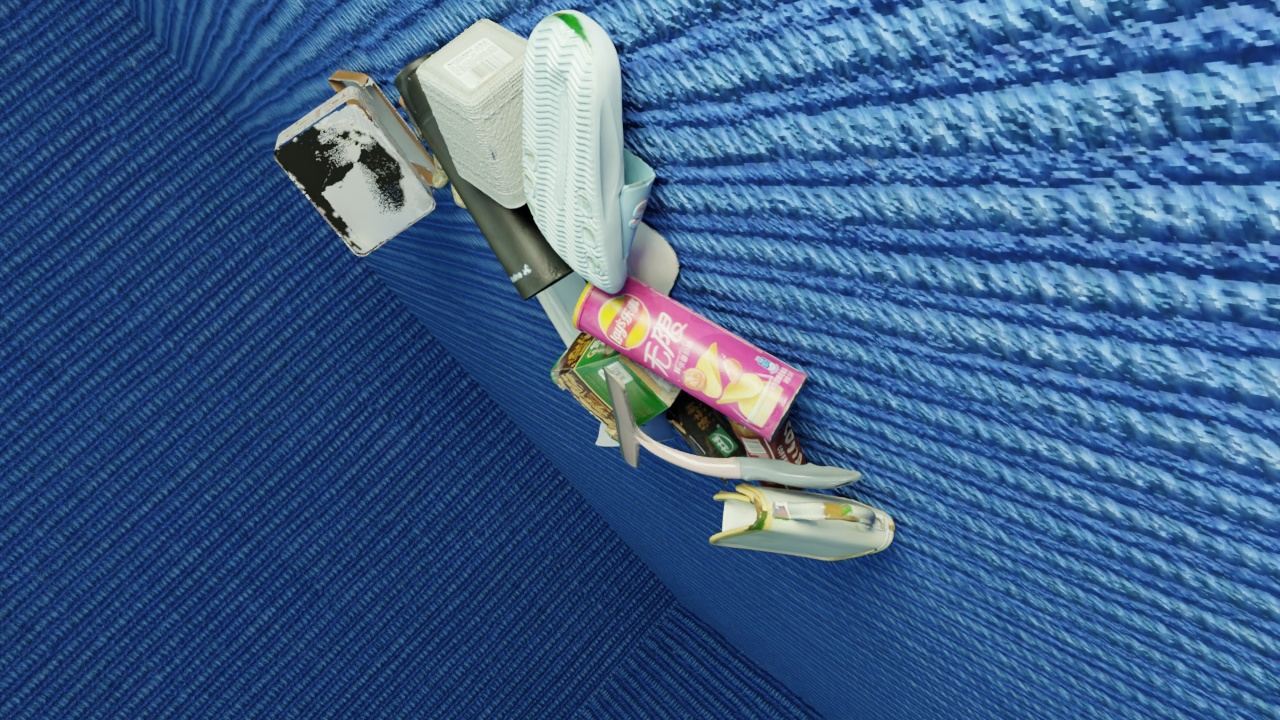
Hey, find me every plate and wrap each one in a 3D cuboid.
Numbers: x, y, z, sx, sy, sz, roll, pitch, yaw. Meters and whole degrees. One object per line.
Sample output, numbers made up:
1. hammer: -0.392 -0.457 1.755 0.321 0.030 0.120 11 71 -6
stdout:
1. plate: -0.069 -0.033 1.132 0.266 0.034 0.162 59 165 -8
2. plate: -0.036 -0.117 0.901 0.164 0.034 0.164 43 166 7

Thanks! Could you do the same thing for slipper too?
1. slipper: -0.038 -0.158 0.713 0.104 0.074 0.246 39 150 27

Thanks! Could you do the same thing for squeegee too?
1. squeegee: 0.087 0.096 0.887 0.250 0.040 0.248 12 156 9

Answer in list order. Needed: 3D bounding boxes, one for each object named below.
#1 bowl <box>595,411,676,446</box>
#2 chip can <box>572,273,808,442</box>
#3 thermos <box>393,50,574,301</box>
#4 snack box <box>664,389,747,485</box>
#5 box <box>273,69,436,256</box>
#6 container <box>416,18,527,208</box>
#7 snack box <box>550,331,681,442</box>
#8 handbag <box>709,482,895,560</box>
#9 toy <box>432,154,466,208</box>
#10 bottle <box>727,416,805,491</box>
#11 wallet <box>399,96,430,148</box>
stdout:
1. bowl: -0.009 0.085 1.332 0.118 0.118 0.065 -179 84 -71
2. chip can: 0.044 -0.009 0.831 0.210 0.071 0.071 31 164 12
3. thermos: -0.153 -0.176 0.898 0.242 0.068 0.090 58 148 -4
4. snack box: 0.067 0.071 1.068 0.113 0.053 0.125 48 179 -18
5. box: -0.371 -0.276 1.221 0.183 0.156 0.193 56 179 -33
6. container: -0.117 -0.207 0.761 0.090 0.090 0.114 36 161 31
7. snack box: -0.006 0.006 0.974 0.118 0.117 0.106 44 150 -16
8. handbag: 0.174 0.156 0.919 0.163 0.063 0.179 11 161 -21
9. toy: -0.187 -0.202 1.051 0.105 0.066 0.157 30 168 27
10. bottle: 0.137 0.090 0.958 0.057 0.057 0.175 35 163 37
11. wallet: -0.235 -0.259 1.101 0.101 0.020 0.115 42 169 19
